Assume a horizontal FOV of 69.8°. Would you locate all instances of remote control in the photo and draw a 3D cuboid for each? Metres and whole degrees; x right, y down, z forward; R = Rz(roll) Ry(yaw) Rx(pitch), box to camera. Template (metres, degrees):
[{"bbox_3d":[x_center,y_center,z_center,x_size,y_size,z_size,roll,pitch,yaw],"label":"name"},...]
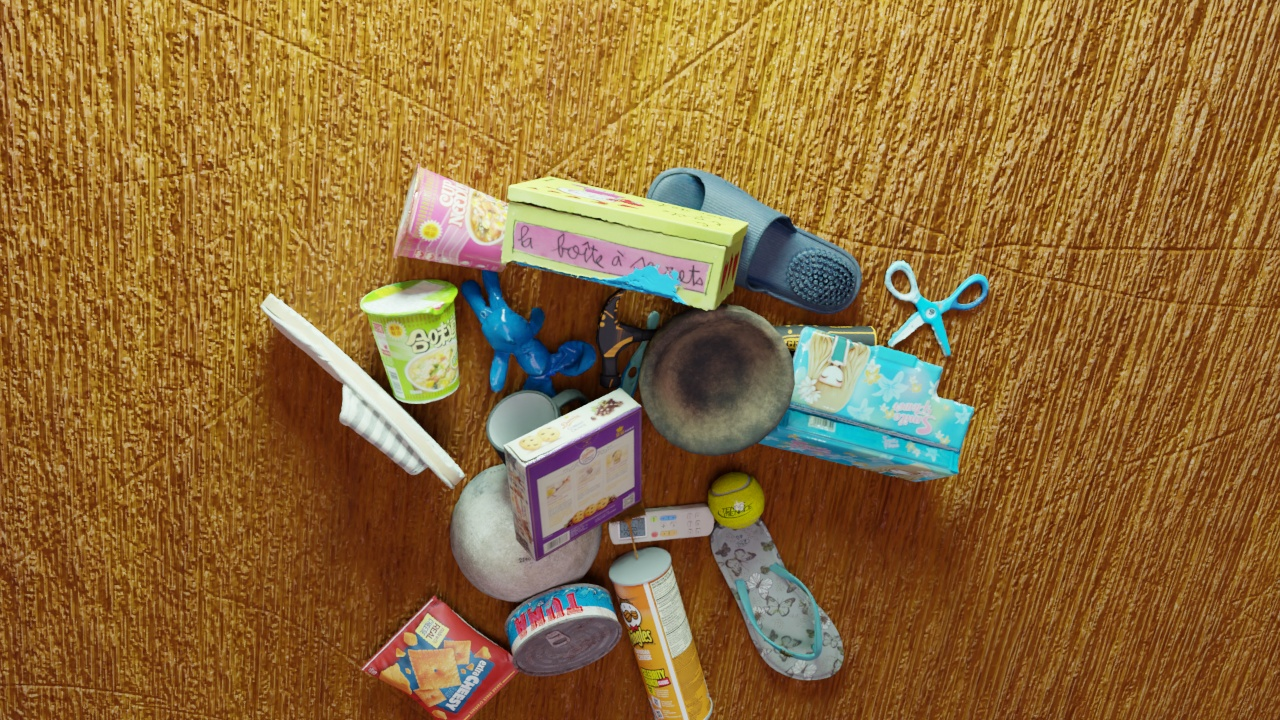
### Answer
[{"bbox_3d":[0.025,0.194,1.090,0.125,0.018,0.038,-4,107,-5],"label":"remote control"}]

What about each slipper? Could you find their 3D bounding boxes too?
[{"bbox_3d":[-0.293,0.039,0.955,0.054,0.114,0.272,-44,99,-6],"label":"slipper"},{"bbox_3d":[0.126,-0.116,0.977,0.263,0.082,0.101,24,104,-14],"label":"slipper"},{"bbox_3d":[0.165,0.305,1.124,0.098,0.054,0.269,-32,107,5],"label":"slipper"}]

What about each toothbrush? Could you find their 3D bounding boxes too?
[{"bbox_3d":[-0.006,0.006,1.032,0.022,0.017,0.135,17,106,-13],"label":"toothbrush"}]

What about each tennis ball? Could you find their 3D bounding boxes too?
[{"bbox_3d":[0.111,0.162,1.066,0.065,0.065,0.065,-2,107,-7],"label":"tennis ball"}]

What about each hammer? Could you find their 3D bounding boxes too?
[{"bbox_3d":[0.110,-0.028,1.017,0.320,0.036,0.123,1,109,-10],"label":"hammer"}]

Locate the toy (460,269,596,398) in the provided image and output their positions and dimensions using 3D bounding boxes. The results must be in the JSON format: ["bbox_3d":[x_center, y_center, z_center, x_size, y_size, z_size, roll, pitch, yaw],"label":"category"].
[{"bbox_3d":[-0.122,-0.023,0.981,0.113,0.071,0.176,-31,109,14],"label":"toy"}]

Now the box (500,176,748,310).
[{"bbox_3d":[-0.012,-0.119,0.903,0.221,0.124,0.083,13,107,14],"label":"box"}]

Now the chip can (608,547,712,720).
[{"bbox_3d":[0.026,0.336,1.102,0.075,0.075,0.215,-16,108,-2],"label":"chip can"}]

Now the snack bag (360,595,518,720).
[{"bbox_3d":[-0.235,0.364,1.096,0.131,0.039,0.144,-45,107,7],"label":"snack bag"}]

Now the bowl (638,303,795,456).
[{"bbox_3d":[0.077,0.015,0.971,0.162,0.070,0.162,-2,109,-5],"label":"bowl"}]

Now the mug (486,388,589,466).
[{"bbox_3d":[-0.102,0.078,0.994,0.113,0.078,0.088,-39,145,-14],"label":"mug"}]

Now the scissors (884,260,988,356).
[{"bbox_3d":[0.338,-0.066,1.056,0.139,0.011,0.134,-29,106,1],"label":"scissors"}]

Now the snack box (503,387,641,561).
[{"bbox_3d":[-0.066,0.120,0.959,0.143,0.040,0.148,-26,135,-28],"label":"snack box"}]

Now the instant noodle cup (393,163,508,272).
[{"bbox_3d":[-0.184,-0.136,0.928,0.108,0.097,0.098,14,104,-19],"label":"instant noodle cup"}]

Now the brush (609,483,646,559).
[{"bbox_3d":[-0.018,0.167,1.063,0.048,0.017,0.126,-13,96,-3],"label":"brush"}]

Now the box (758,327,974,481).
[{"bbox_3d":[0.253,0.070,1.027,0.227,0.085,0.170,15,130,-11],"label":"box"}]

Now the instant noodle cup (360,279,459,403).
[{"bbox_3d":[-0.233,-0.018,0.958,0.099,0.098,0.108,-7,116,-5],"label":"instant noodle cup"}]

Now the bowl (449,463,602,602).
[{"bbox_3d":[-0.129,0.208,1.043,0.178,0.081,0.178,-3,107,-9],"label":"bowl"}]

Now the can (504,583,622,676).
[{"bbox_3d":[-0.089,0.314,1.064,0.130,0.044,0.130,-13,139,-12],"label":"can"}]
